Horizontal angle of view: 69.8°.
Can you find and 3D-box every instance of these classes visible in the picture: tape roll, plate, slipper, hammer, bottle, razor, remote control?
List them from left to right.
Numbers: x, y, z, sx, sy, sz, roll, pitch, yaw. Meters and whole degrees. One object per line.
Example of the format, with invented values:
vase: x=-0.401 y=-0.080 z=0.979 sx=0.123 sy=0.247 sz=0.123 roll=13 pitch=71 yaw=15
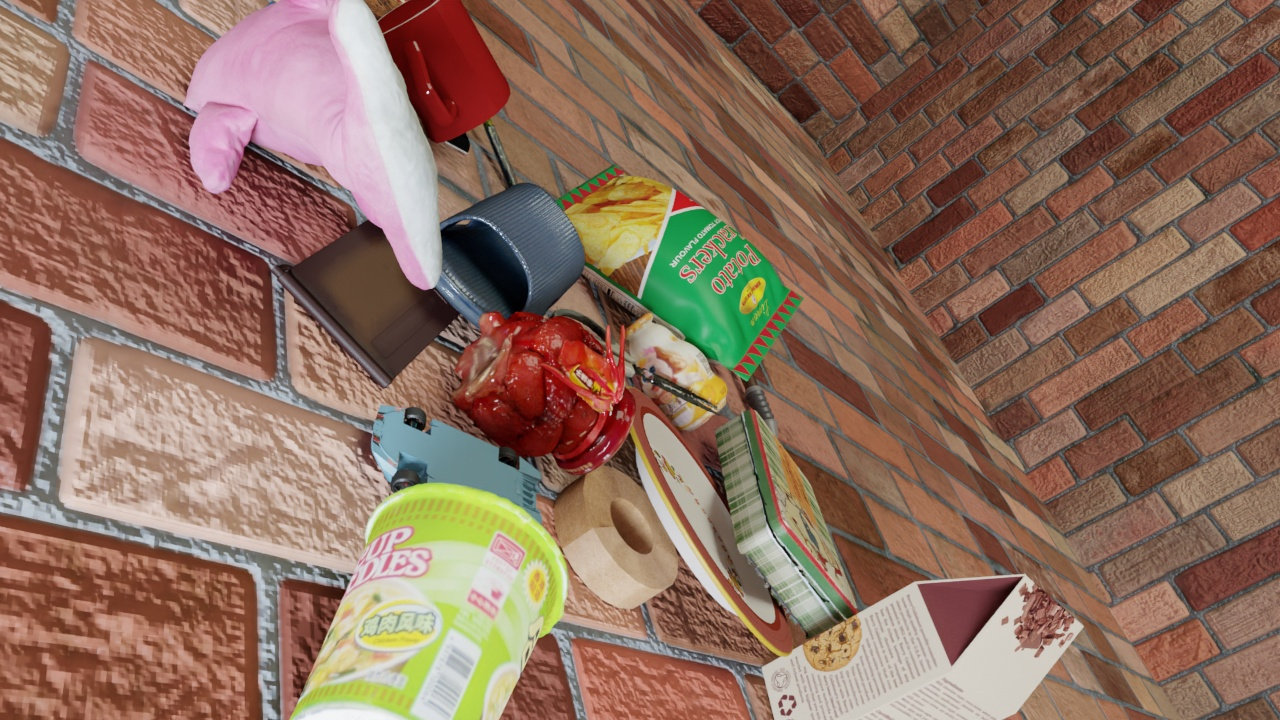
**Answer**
remote control: x=-0.185 y=-0.241 z=0.847 sx=0.028 sy=0.012 sz=0.124 roll=19 pitch=39 yaw=-54
razor: x=-0.138 y=-0.208 z=0.870 sx=0.026 sy=0.043 sz=0.106 roll=0 pitch=65 yaw=-66
slipper: x=-0.082 y=-0.087 z=0.708 sx=0.101 sy=0.083 sz=0.263 roll=52 pitch=17 yaw=-5
bottle: x=-0.058 y=0.015 z=0.588 sx=0.111 sy=0.099 sz=0.098 roll=40 pitch=25 yaw=-29
tape roll: x=-0.016 y=0.118 z=0.617 sx=0.094 sy=0.027 sz=0.093 roll=42 pitch=24 yaw=-24
bottle: x=0.027 y=0.009 z=0.821 sx=0.108 sy=0.063 sz=0.063 roll=51 pitch=22 yaw=0
plate: x=0.045 y=0.122 z=0.694 sx=0.230 sy=0.021 sz=0.229 roll=55 pitch=8 yaw=-12
hammer: x=0.104 y=-0.032 z=1.079 sx=0.156 sy=0.043 sz=0.321 roll=27 pitch=35 yaw=-47

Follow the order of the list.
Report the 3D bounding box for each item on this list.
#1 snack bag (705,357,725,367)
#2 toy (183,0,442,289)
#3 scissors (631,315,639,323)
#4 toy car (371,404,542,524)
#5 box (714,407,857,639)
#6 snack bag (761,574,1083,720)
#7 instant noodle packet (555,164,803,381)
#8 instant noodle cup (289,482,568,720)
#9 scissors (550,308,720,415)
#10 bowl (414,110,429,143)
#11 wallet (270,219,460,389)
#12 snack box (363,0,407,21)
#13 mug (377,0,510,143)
snack bag: x=0.047 y=-0.092 z=1.023 sx=0.077 sy=0.041 sz=0.225 roll=12 pitch=45 yaw=-60
toy: x=-0.196 y=-0.142 z=0.526 sx=0.265 sy=0.127 sz=0.187 roll=43 pitch=-31 yaw=46
scissors: x=0.019 y=-0.054 z=0.973 sx=0.171 sy=0.021 sz=0.172 roll=51 pitch=17 yaw=4
toy car: x=-0.107 y=0.066 z=0.516 sx=0.107 sy=0.028 sz=0.060 roll=28 pitch=31 yaw=-27
box: x=0.119 y=0.132 z=0.791 sx=0.117 sy=0.050 sz=0.205 roll=55 pitch=12 yaw=-19
snack bag: x=0.203 y=0.220 z=0.656 sx=0.094 sy=0.207 sz=0.069 roll=37 pitch=27 yaw=-34
instant noodle packet: x=0.034 y=-0.098 z=0.912 sx=0.253 sy=0.091 sz=0.195 roll=36 pitch=36 yaw=5
instant noodle cup: x=-0.090 y=0.122 z=0.384 sx=0.099 sy=0.099 sz=0.107 roll=46 pitch=30 yaw=-17
scissors: x=-0.008 y=0.012 z=0.756 sx=0.169 sy=0.013 sz=0.132 roll=42 pitch=29 yaw=14
bowl: x=-0.202 y=-0.187 z=0.704 sx=0.118 sy=0.030 sz=0.117 roll=42 pitch=24 yaw=-24
wallet: x=-0.166 y=-0.041 z=0.576 sx=0.091 sy=0.018 sz=0.115 roll=49 pitch=24 yaw=-11
snack box: x=-0.221 y=-0.300 z=0.815 sx=0.051 sy=0.032 sz=0.140 roll=56 pitch=28 yaw=14
mug: x=-0.165 y=-0.237 z=0.747 sx=0.116 sy=0.080 sz=0.096 roll=-96 pitch=159 yaw=-54
